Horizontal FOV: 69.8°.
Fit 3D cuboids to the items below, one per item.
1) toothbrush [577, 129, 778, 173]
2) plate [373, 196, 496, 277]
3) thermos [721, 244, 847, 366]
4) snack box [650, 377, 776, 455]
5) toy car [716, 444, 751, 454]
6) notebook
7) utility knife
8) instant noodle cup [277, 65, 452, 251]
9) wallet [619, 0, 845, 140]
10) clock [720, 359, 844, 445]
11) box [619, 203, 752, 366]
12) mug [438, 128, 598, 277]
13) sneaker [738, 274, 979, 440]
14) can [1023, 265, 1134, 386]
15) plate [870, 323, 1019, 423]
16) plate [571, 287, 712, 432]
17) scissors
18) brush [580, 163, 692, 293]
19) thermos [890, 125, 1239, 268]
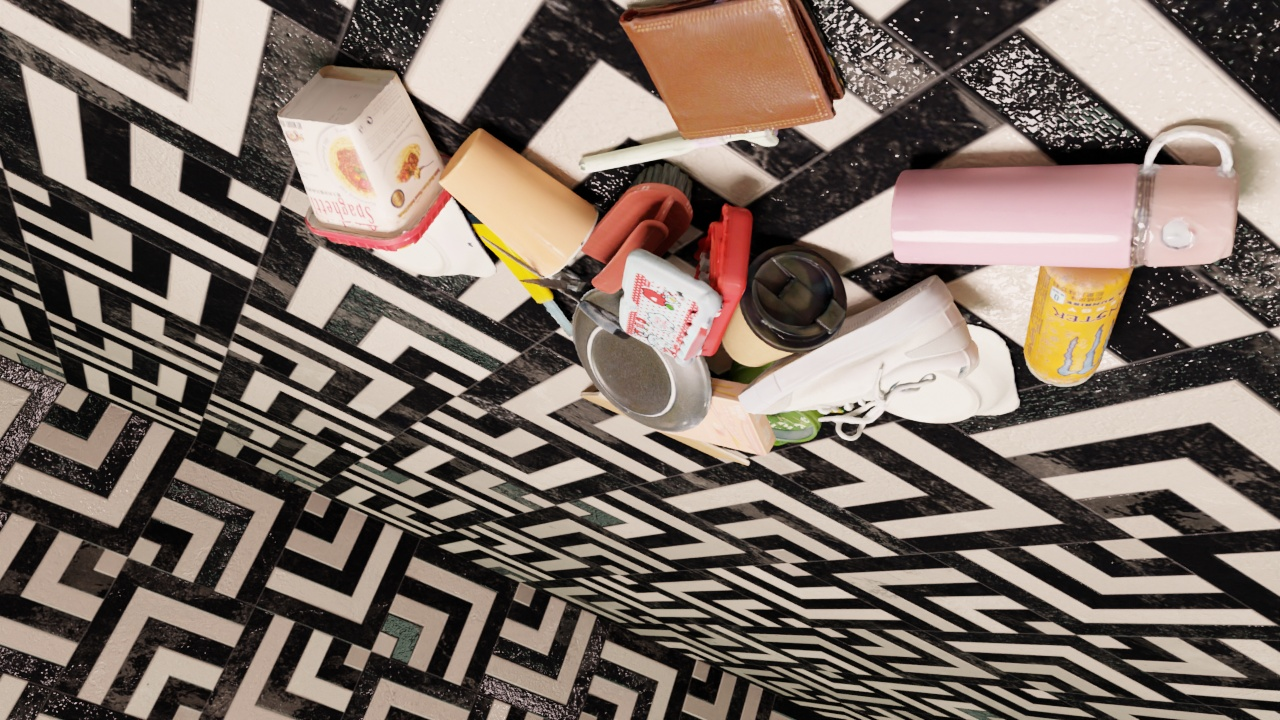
[{"bbox_3d":[0.022,-0.162,0.701,0.190,0.020,0.029,-1,118,41],"label":"toothbrush"},{"bbox_3d":[-0.239,-0.132,0.933,0.164,0.034,0.164,16,157,22],"label":"plate"},{"bbox_3d":[0.119,-0.039,0.806,0.093,0.093,0.143,22,163,-3],"label":"thermos"},{"bbox_3d":[0.062,0.052,0.980,0.157,0.026,0.084,10,141,38],"label":"snack box"},{"bbox_3d":[0.102,0.082,1.130,0.048,0.032,0.105,7,154,46],"label":"toy car"},{"bbox_3d":[0.027,0.086,1.179,0.207,0.008,0.148,25,173,-11],"label":"notebook"},{"bbox_3d":[-0.118,-0.087,0.967,0.033,0.015,0.223,11,153,32],"label":"utility knife"},{"bbox_3d":[-0.233,-0.173,0.775,0.116,0.116,0.124,11,143,21],"label":"instant noodle cup"},{"bbox_3d":[0.059,-0.194,0.593,0.125,0.032,0.101,2,147,34],"label":"wallet"},{"bbox_3d":[0.140,0.046,0.999,0.116,0.056,0.162,28,155,-15],"label":"clock"},{"bbox_3d":[0.029,-0.058,0.776,0.100,0.095,0.202,7,165,-1],"label":"box"},{"bbox_3d":[-0.106,-0.138,0.789,0.122,0.078,0.078,38,151,-24],"label":"mug"},{"bbox_3d":[0.191,0.013,0.816,0.091,0.089,0.243,55,140,-3],"label":"sneaker"},{"bbox_3d":[0.321,-0.038,0.680,0.058,0.058,0.146,10,154,22],"label":"can"},{"bbox_3d":[0.268,0.019,0.873,0.164,0.034,0.163,4,151,32],"label":"plate"},{"bbox_3d":[-0.006,0.006,0.949,0.179,0.024,0.180,25,137,25],"label":"plate"},{"bbox_3d":[-0.076,-0.072,0.861,0.181,0.014,0.159,35,-169,-21],"label":"scissors"},{"bbox_3d":[-0.002,-0.107,0.772,0.063,0.069,0.146,25,156,-14],"label":"brush"},{"bbox_3d":[0.266,-0.102,0.590,0.199,0.067,0.087,5,122,32],"label":"thermos"}]
